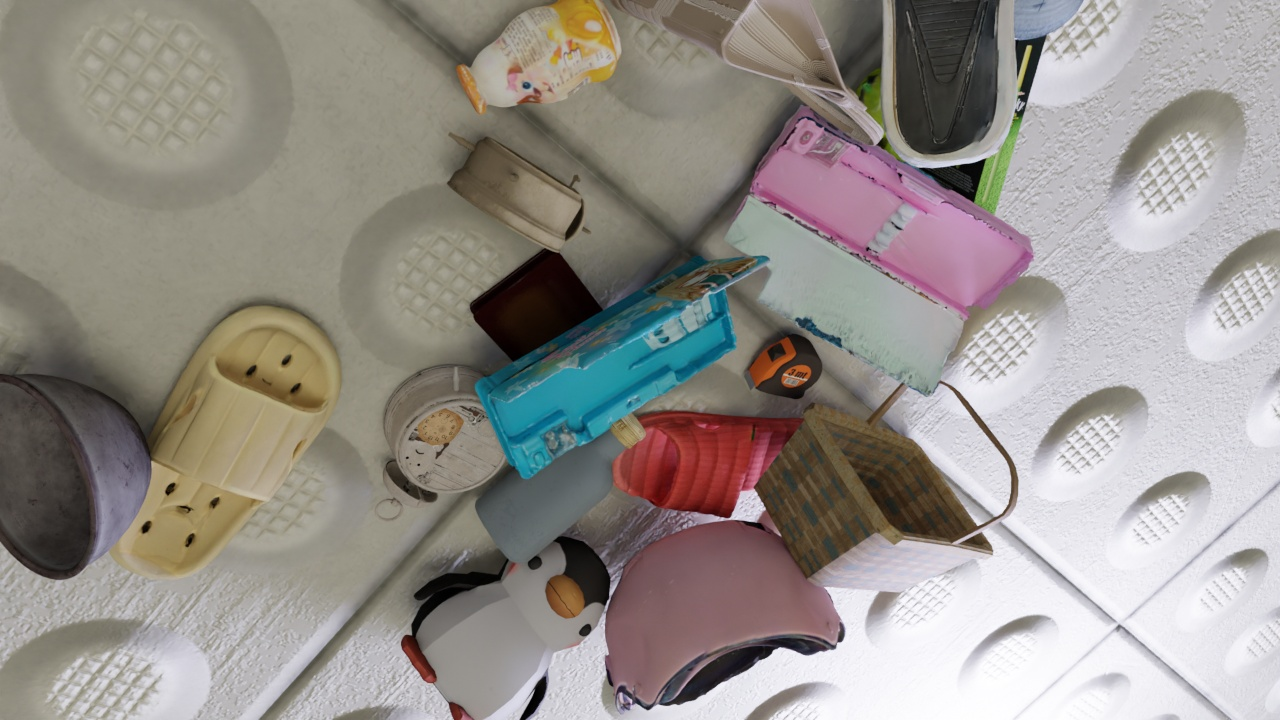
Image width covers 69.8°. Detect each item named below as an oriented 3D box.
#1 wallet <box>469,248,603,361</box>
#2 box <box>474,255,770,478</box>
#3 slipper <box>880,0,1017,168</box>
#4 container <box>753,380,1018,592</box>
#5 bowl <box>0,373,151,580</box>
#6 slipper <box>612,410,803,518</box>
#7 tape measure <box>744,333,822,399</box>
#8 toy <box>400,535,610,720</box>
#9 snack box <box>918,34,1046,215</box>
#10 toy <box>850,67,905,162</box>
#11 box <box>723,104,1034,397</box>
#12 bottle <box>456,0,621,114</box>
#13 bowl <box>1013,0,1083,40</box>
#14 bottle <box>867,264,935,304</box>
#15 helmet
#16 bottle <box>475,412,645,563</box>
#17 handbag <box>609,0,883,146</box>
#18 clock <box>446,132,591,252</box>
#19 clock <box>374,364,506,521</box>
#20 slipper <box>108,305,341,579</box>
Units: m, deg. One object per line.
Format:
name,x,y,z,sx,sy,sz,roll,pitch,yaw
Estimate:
wallet,-0.077,-0.028,0.765,0.091,0.018,0.115,-36,128,1
box,-0.017,-0.013,0.730,0.226,0.085,0.170,-31,160,-19
slipper,0.205,-0.267,0.626,0.111,0.063,0.264,0,97,23
container,0.250,0.117,0.870,0.187,0.157,0.249,-44,144,22
bowl,-0.397,0.072,0.641,0.067,0.145,0.145,-27,141,-59
slipper,0.085,0.103,0.885,0.248,0.059,0.104,2,119,-25
tape measure,0.137,0.003,0.859,0.058,0.038,0.059,11,128,-27
toy,-0.114,0.240,0.866,0.184,0.140,0.159,-37,96,-10
snack box,0.278,-0.203,0.760,0.025,0.080,0.148,-6,122,-19
toy,0.208,-0.202,0.761,0.093,0.036,0.094,18,118,-35
box,0.188,-0.089,0.762,0.230,0.062,0.161,28,106,-10
bottle,-0.070,-0.206,0.627,0.109,0.063,0.063,-26,126,-7
bowl,0.280,-0.310,0.664,0.137,0.057,0.137,1,82,-9
bottle,0.239,-0.071,0.832,0.164,0.071,0.071,-38,126,3
helmet,0.066,0.241,0.887,0.230,0.152,0.255,-22,159,3
bottle,-0.066,0.104,0.815,0.161,0.072,0.046,-40,159,5
handbag,0.096,-0.203,0.631,0.197,0.175,0.062,27,105,-36
clock,-0.076,-0.120,0.673,0.054,0.093,0.140,-57,149,8
clock,-0.169,0.078,0.764,0.103,0.061,0.157,33,102,-34
slipper,-0.317,0.082,0.698,0.111,0.079,0.262,28,107,-36
